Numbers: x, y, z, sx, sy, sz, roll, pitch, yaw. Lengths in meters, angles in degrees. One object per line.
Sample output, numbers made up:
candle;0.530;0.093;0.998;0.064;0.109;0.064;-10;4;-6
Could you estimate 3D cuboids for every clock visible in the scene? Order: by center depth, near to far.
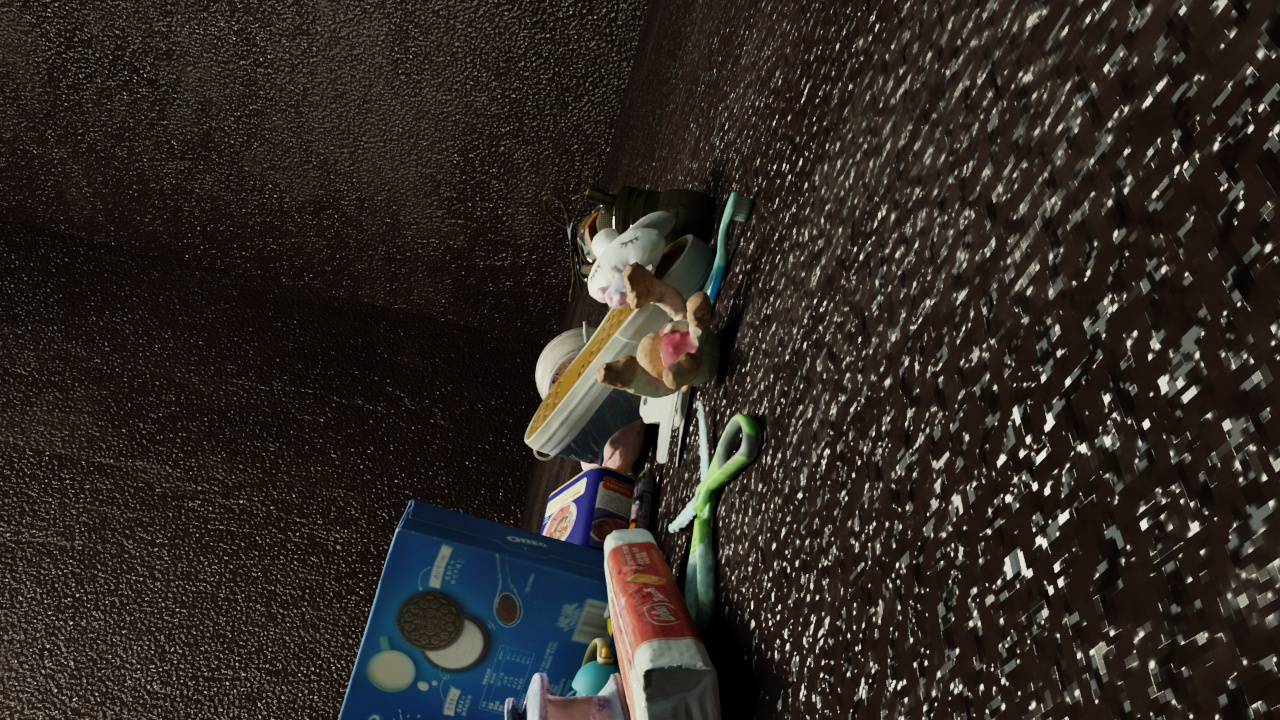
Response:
clock;-0.034;0.270;0.667;0.099;0.043;0.129;112;161;-49
clock;-0.064;0.041;0.950;0.157;0.103;0.061;-57;20;12

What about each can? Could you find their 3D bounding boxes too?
can;-0.051;0.159;0.834;0.117;0.056;0.092;-39;33;48

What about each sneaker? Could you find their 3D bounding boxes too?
sneaker;-0.004;0.004;0.760;0.236;0.079;0.087;-51;16;25
sneaker;-0.031;-0.093;0.870;0.238;0.143;0.101;120;161;-67

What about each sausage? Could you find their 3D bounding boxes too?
sausage;-0.003;0.150;0.714;0.020;0.020;0.155;115;166;-58

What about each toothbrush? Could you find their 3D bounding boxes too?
toothbrush;0.056;-0.065;0.673;0.022;0.017;0.135;-86;9;-48

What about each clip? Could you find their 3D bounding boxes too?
clip;0.028;0.035;0.713;0.056;0.045;0.101;151;133;-71

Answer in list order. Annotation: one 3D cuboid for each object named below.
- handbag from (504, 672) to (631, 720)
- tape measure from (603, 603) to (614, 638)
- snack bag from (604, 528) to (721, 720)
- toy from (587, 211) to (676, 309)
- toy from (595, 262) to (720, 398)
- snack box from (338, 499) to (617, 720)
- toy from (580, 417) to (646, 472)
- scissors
handbag;-0.046;0.279;0.546;0.127;0.069;0.158;114;153;-50
tape measure;-0.006;0.169;0.651;0.062;0.034;0.061;113;166;-57
snack bag;0.007;0.157;0.502;0.225;0.041;0.077;-149;54;-81
toy;-0.010;-0.080;0.720;0.079;0.038;0.122;-29;29;20
toy;0.020;-0.014;0.631;0.106;0.074;0.085;34;-121;-72
snack box;-0.130;0.251;0.751;0.056;0.195;0.239;-102;31;-72
toy;-0.019;0.063;0.881;0.109;0.053;0.104;-54;11;56
scissors;0.037;0.086;0.551;0.172;0.023;0.172;112;163;-61
